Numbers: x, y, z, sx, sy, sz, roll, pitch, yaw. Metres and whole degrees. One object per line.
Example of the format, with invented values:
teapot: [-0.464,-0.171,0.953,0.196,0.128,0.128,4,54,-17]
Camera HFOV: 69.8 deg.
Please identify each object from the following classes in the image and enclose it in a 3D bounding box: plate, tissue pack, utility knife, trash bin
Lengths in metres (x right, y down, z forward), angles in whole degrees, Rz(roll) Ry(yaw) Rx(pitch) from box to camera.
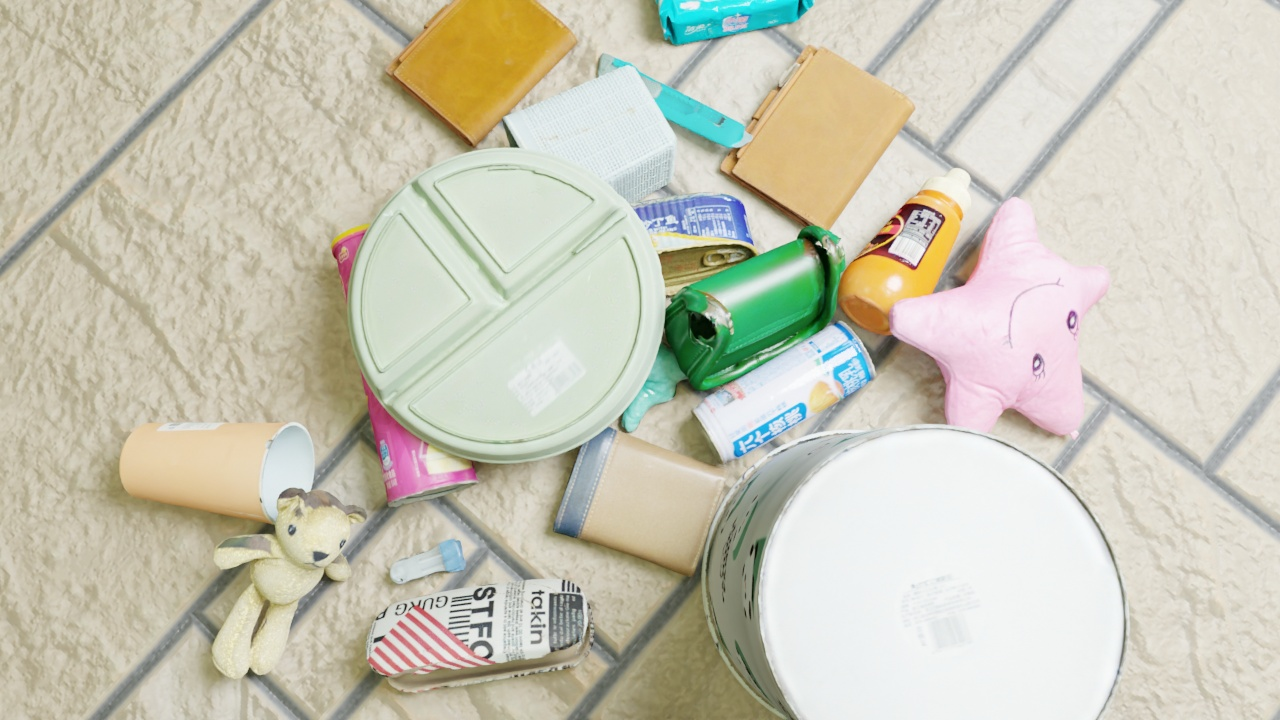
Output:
plate: [-0.096,-0.041,0.653,0.230,0.027,0.230,0,89,0]
tissue pack: [0.075,-0.323,0.768,0.133,0.050,0.093,-11,78,0]
utility knife: [0.024,-0.214,0.758,0.158,0.013,0.029,32,87,18]
trash bin: [0.154,0.143,0.574,0.229,0.252,0.229,-1,79,3]

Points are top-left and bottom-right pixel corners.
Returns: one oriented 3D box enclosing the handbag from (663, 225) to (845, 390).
handbag: [0.084,-0.038,0.676,0.131,0.120,0.068,-25,79,-12]

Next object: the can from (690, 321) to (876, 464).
can: [0.108,0.025,0.699,0.134,0.053,0.053,-30,79,-3]

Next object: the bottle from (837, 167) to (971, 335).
bottle: [0.214,-0.091,0.715,0.067,0.067,0.149,34,75,8]

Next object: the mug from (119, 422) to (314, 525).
mug: [-0.324,0.081,0.700,0.123,0.078,0.078,5,79,8]

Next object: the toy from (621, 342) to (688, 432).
toy: [-0.004,0.004,0.713,0.092,0.030,0.096,28,93,-13]

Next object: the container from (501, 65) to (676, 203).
container: [-0.036,-0.163,0.726,0.111,0.090,0.090,-27,80,-6]

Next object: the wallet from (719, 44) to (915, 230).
wallet: [0.142,-0.181,0.747,0.108,0.031,0.131,34,86,10]

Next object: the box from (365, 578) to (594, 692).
box: [-0.115,0.206,0.685,0.163,0.082,0.075,-12,45,1]

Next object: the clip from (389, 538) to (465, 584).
clip: [-0.164,0.157,0.706,0.058,0.038,0.026,-18,81,-3]

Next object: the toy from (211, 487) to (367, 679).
toy: [-0.261,0.164,0.669,0.105,0.066,0.157,22,105,-35]

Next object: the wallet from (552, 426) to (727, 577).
wallet: [0.000,0.106,0.701,0.115,0.033,0.090,18,83,5]

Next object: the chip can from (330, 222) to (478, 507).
chip can: [-0.182,0.002,0.708,0.071,0.071,0.210,-15,79,-1]

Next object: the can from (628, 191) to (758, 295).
can: [0.014,-0.086,0.713,0.148,0.075,0.049,-10,68,1]

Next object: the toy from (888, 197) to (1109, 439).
toy: [0.287,-0.019,0.688,0.194,0.075,0.178,-39,102,-17]

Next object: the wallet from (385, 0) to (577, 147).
wallet: [-0.140,-0.263,0.775,0.119,0.035,0.130,41,82,9]
